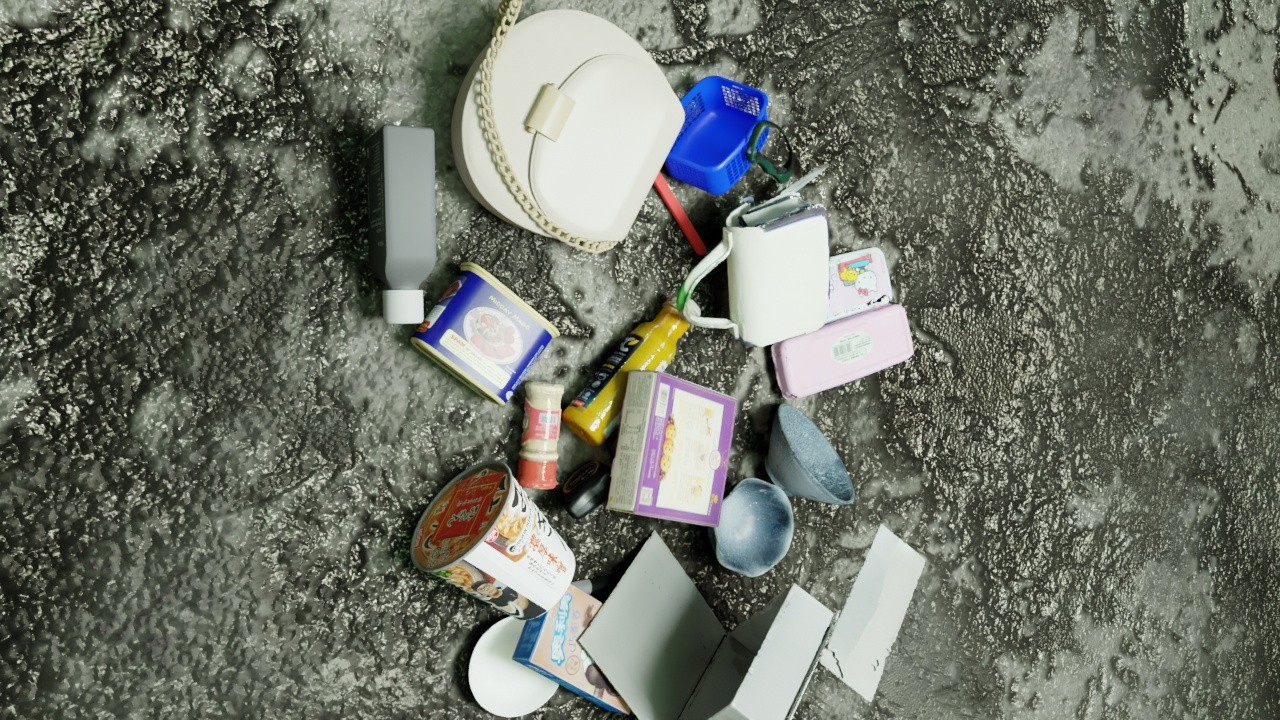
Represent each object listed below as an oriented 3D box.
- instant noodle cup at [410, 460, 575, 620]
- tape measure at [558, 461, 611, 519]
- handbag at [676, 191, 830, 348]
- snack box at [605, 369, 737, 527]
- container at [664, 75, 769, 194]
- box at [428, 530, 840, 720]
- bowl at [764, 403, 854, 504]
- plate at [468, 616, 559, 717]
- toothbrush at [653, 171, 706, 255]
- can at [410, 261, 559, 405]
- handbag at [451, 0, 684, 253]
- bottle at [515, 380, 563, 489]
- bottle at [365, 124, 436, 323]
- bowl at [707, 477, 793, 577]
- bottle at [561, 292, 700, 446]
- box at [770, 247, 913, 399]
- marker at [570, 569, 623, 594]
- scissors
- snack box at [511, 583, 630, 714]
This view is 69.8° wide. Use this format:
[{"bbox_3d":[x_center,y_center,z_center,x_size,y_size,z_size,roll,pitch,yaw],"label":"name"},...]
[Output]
[{"bbox_3d":[-0.134,0.182,0.887,0.123,0.124,0.122,-51,121,-16],"label":"instant noodle cup"},{"bbox_3d":[-0.053,0.134,0.950,0.061,0.061,0.034,-38,107,-4],"label":"tape measure"},{"bbox_3d":[0.112,-0.090,0.981,0.175,0.074,0.151,-20,124,-18],"label":"handbag"},{"bbox_3d":[0.037,0.094,0.956,0.148,0.041,0.143,20,76,-48],"label":"snack box"},{"bbox_3d":[0.080,-0.238,0.985,0.114,0.096,0.058,-55,153,-14],"label":"container"},{"bbox_3d":[-0.018,0.281,1.002,0.167,0.422,0.174,-49,150,-43],"label":"box"},{"bbox_3d":[0.182,0.121,1.062,0.057,0.136,0.137,-39,114,22],"label":"bowl"},{"bbox_3d":[-0.128,0.308,0.938,0.104,0.026,0.104,-1,92,-26],"label":"plate"},{"bbox_3d":[0.013,-0.202,0.999,0.012,0.018,0.212,-42,113,-20],"label":"toothbrush"},{"bbox_3d":[-0.153,-0.024,0.896,0.116,0.057,0.092,40,76,-23],"label":"can"},{"bbox_3d":[-0.077,-0.228,0.908,0.208,0.103,0.210,27,91,-24],"label":"handbag"},{"bbox_3d":[-0.102,0.075,0.934,0.044,0.044,0.109,5,89,-27],"label":"bottle"},{"bbox_3d":[-0.220,-0.121,0.843,0.046,0.084,0.174,-2,94,-27],"label":"bottle"},{"bbox_3d":[0.116,0.185,1.042,0.110,0.055,0.110,-1,93,-27],"label":"bowl"},{"bbox_3d":[-0.006,0.006,0.974,0.053,0.053,0.185,47,72,-21],"label":"bottle"},{"bbox_3d":[0.236,-0.047,1.105,0.200,0.038,0.152,-17,99,-26],"label":"box"},{"bbox_3d":[-0.076,0.241,0.970,0.138,0.016,0.022,-3,62,-26],"label":"marker"},{"bbox_3d":[0.137,-0.189,1.003,0.201,0.015,0.203,-39,148,-17],"label":"scissors"},{"bbox_3d":[-0.056,0.295,0.945,0.151,0.034,0.087,41,55,-32],"label":"snack box"}]
